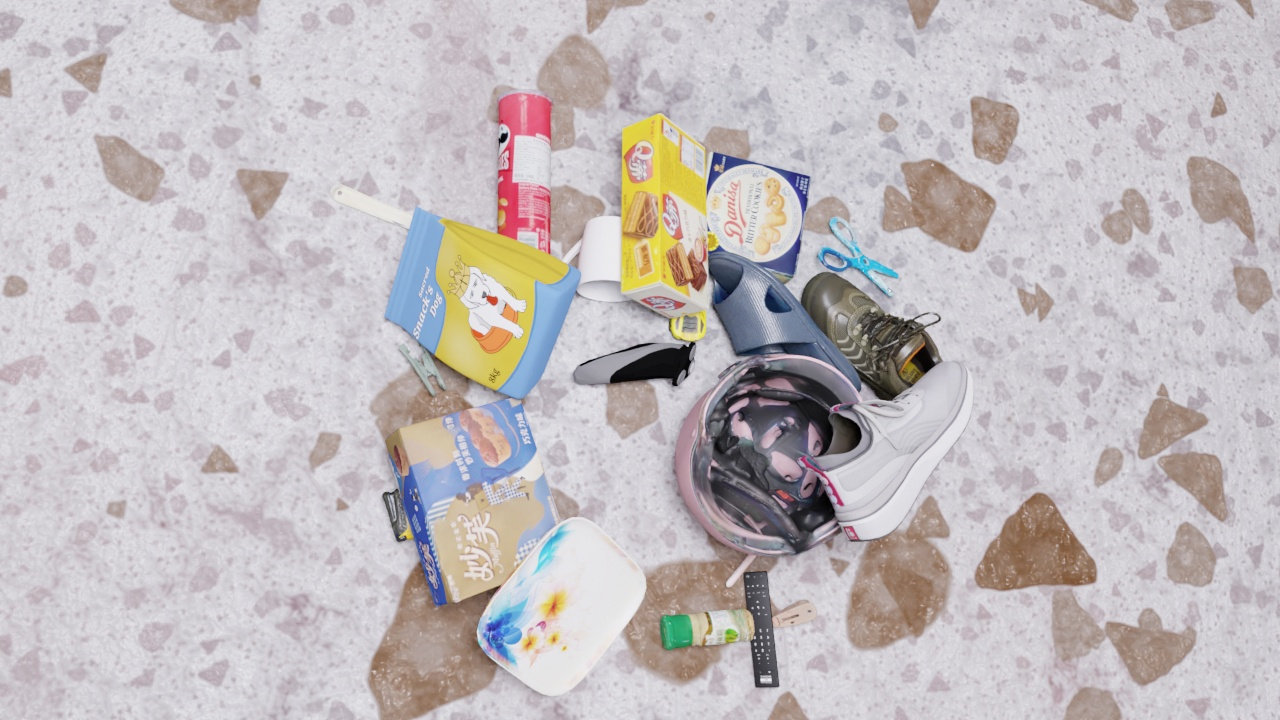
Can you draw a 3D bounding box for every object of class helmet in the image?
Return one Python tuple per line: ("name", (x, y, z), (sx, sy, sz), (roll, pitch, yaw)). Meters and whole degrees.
("helmet", (0.154, 0.117, 1.112), (0.230, 0.153, 0.254), (43, 67, -3))

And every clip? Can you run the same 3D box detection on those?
("clip", (-0.272, 0.010, 1.127), (0.049, 0.023, 0.078), (-19, 82, -10))
("clip", (0.192, 0.318, 1.153), (0.060, 0.039, 0.024), (-18, 82, 11))

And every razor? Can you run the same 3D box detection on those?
("razor", (-0.007, 0.007, 1.158), (0.156, 0.057, 0.060), (-1, 52, -2))

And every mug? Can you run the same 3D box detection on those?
("mug", (-0.054, -0.128, 1.167), (0.114, 0.081, 0.087), (-4, 73, 21))

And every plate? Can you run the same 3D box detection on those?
("plate", (-0.089, 0.284, 1.065), (0.186, 0.016, 0.187), (-49, 126, -14))

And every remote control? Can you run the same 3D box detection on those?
("remote control", (0.150, 0.334, 1.140), (0.030, 0.009, 0.140), (-9, 80, 23))

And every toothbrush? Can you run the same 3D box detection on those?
("toothbrush", (0.164, 0.215, 1.167), (0.018, 0.016, 0.181), (40, 76, 6))

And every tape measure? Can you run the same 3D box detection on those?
("tape measure", (-0.266, 0.178, 1.090), (0.064, 0.037, 0.065), (-17, 85, -12))

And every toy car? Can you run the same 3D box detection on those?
("toy car", (0.063, -0.077, 1.195), (0.049, 0.030, 0.106), (3, 78, -8))

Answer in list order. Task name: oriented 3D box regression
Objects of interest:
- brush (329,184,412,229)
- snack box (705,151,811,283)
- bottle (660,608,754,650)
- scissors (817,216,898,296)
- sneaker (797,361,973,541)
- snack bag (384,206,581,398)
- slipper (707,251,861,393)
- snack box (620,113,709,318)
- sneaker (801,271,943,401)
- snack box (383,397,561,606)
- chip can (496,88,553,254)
("brush", (-0.290, -0.174, 1.163), (0.217, 0.012, 0.033), (22, 78, -3))
("snack box", (0.145, -0.189, 1.221), (0.145, 0.043, 0.144), (12, 79, -8))
("bottle", (0.081, 0.328, 1.120), (0.111, 0.043, 0.043), (-2, 80, -11))
("scissors", (0.292, -0.128, 1.237), (0.140, 0.013, 0.114), (49, 52, -1))
("sneaker", (0.282, 0.075, 1.051), (0.128, 0.097, 0.262), (48, 65, -11))
("snack bag", (-0.194, -0.072, 1.085), (0.205, 0.102, 0.159), (25, 117, 3))
("slipper", (0.169, -0.027, 1.164), (0.263, 0.101, 0.082), (45, 67, -5))
("snack box", (0.031, -0.179, 1.148), (0.110, 0.062, 0.230), (22, 62, -50))
("sneaker", (0.308, -0.023, 1.168), (0.238, 0.143, 0.101), (44, 76, 1))
("snack box", (-0.188, 0.160, 1.066), (0.154, 0.069, 0.202), (-15, 82, -33))
("chip can", (-0.147, -0.220, 1.164), (0.073, 0.073, 0.232), (1, 81, -10))
